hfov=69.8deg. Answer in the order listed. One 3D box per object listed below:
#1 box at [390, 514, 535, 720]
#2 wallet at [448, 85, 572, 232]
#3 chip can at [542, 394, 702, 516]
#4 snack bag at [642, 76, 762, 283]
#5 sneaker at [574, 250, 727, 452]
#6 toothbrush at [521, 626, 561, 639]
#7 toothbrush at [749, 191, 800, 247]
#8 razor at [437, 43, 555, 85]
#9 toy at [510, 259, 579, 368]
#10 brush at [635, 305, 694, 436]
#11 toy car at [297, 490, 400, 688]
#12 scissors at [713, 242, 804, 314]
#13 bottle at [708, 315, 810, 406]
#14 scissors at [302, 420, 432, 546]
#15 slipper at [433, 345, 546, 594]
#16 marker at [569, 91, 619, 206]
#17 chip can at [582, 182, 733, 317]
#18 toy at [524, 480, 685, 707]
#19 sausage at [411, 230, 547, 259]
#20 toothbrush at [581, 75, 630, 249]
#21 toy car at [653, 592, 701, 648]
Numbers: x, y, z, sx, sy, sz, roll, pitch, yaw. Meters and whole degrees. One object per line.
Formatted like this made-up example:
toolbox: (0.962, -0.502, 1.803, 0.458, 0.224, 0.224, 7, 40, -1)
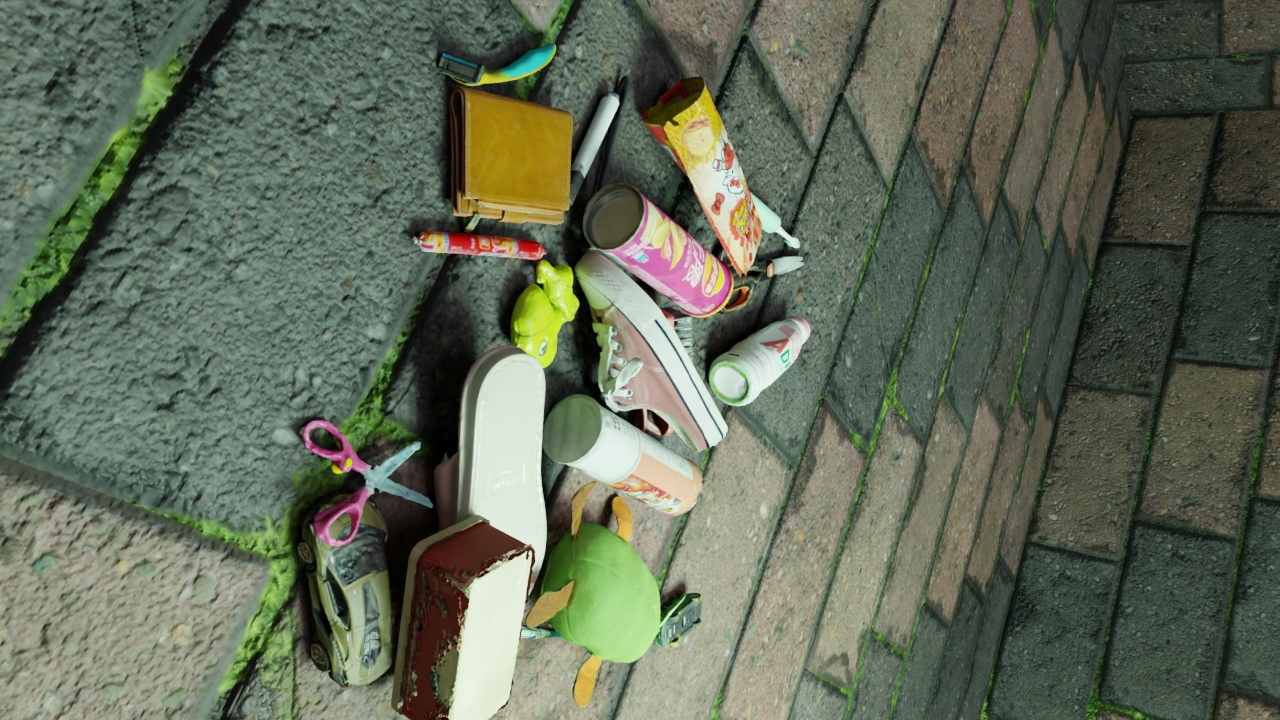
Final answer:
box: (-0.139, 0.223, 0.745, 0.091, 0.079, 0.168, -20, 127, -55)
wallet: (-0.110, -0.169, 0.804, 0.130, 0.035, 0.119, -4, 101, -52)
chip can: (-0.012, 0.104, 0.964, 0.214, 0.071, 0.071, 35, 69, -51)
snack bag: (0.081, -0.197, 1.000, 0.208, 0.073, 0.128, 55, 32, -33)
sneaker: (-0.005, 0.005, 0.918, 0.087, 0.118, 0.241, -37, 109, -10)
toothbrush: (-0.108, 0.273, 0.915, 0.191, 0.018, 0.016, 27, 75, -54)
toothbrush: (0.153, -0.185, 1.164, 0.224, 0.027, 0.026, 24, 82, -53)
razor: (-0.114, -0.255, 0.787, 0.132, 0.043, 0.028, -38, 143, -50)
toy: (-0.092, -0.043, 0.859, 0.099, 0.031, 0.097, -41, 129, -47)
brush: (0.019, 0.015, 1.003, 0.069, 0.063, 0.146, -10, 110, -20)
toy car: (-0.226, 0.180, 0.720, 0.070, 0.042, 0.158, -23, 113, -50)
scissors: (0.159, -0.131, 1.186, 0.234, 0.022, 0.137, -43, 129, -40)
bottle: (0.161, -0.009, 1.181, 0.196, 0.068, 0.068, -34, 123, -48)
scissors: (-0.212, 0.099, 0.714, 0.133, 0.017, 0.125, 38, 43, -43)
slipper: (-0.133, 0.114, 0.814, 0.113, 0.054, 0.275, -21, 123, -45)
marker: (-0.051, -0.207, 0.890, 0.130, 0.023, 0.018, -69, 153, -20)
chip can: (0.024, -0.110, 0.951, 0.210, 0.071, 0.071, 29, 74, -57)
toy: (-0.040, 0.238, 0.941, 0.247, 0.090, 0.226, 57, 40, -47)
sausage: (-0.135, -0.100, 0.797, 0.155, 0.020, 0.020, -4, 100, -53)
toothbrush: (-0.032, -0.198, 0.920, 0.018, 0.016, 0.181, 16, 85, -60)
toy car: (0.045, 0.313, 1.114, 0.091, 0.036, 0.043, -17, 109, -50)
